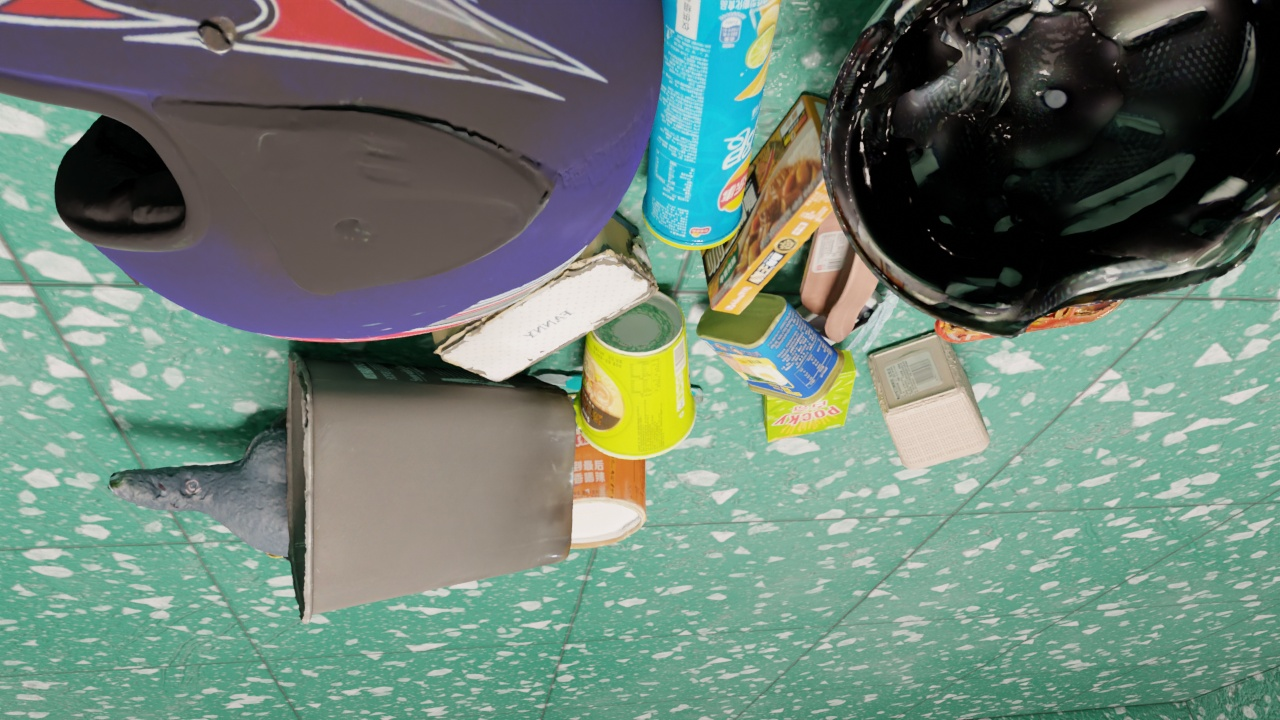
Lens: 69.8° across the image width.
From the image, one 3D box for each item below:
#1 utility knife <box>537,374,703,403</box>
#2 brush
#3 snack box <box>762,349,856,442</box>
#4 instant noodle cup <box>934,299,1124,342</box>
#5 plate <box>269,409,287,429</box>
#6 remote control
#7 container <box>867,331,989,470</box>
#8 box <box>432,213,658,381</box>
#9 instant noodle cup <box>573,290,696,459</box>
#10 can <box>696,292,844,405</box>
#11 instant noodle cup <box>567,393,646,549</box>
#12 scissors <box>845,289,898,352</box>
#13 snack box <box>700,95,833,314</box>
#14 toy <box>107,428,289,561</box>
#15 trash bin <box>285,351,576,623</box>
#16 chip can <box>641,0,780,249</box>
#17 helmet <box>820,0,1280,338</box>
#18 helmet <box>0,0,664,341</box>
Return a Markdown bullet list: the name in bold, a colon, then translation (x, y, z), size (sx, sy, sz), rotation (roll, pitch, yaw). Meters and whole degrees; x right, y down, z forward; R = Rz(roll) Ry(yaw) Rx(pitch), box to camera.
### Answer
- **utility knife**: translation (-0.017, 0.028, 0.896), size (0.181, 0.013, 0.029), rotation (7, 144, -21)
- **brush**: translation (0.160, -0.075, 0.719), size (0.063, 0.073, 0.146), rotation (-5, 149, -5)
- **snack box**: translation (0.165, 0.038, 0.914), size (0.086, 0.026, 0.156), rotation (-12, 156, 3)
- **instant noodle cup**: translation (0.315, -0.095, 0.705), size (0.164, 0.079, 0.189), rotation (-7, 145, -7)
- **plate**: translation (-0.283, 0.089, 0.929), size (0.179, 0.024, 0.180), rotation (-5, 148, -3)
- **remote control**: translation (0.151, -0.024, 0.842), size (0.058, 0.021, 0.150), rotation (21, 138, -37)
- **container**: translation (0.280, 0.038, 0.905), size (0.090, 0.090, 0.111), rotation (-20, 142, 19)
- **box**: translation (-0.083, -0.048, 0.705), size (0.185, 0.061, 0.089), rotation (-25, 152, 21)
- **instant noodle cup**: translation (-0.005, 0.005, 0.790), size (0.111, 0.111, 0.124), rotation (-5, 139, -4)
- **can**: translation (0.107, -0.013, 0.770), size (0.083, 0.057, 0.102), rotation (41, 167, -29)
- **instant noodle cup**: translation (-0.060, 0.118, 0.938), size (0.151, 0.111, 0.152), rotation (-5, 148, -3)
- **scissors**: translation (0.210, -0.056, 0.784), size (0.073, 0.017, 0.138), rotation (13, 127, -33)
- **snack box**: translation (0.092, -0.106, 0.653), size (0.026, 0.075, 0.154), rotation (8, 144, -25)
- **toy**: translation (-0.308, 0.132, 0.888), size (0.356, 0.091, 0.138), rotation (0, 131, -18)
- **trash bin**: translation (-0.184, 0.093, 0.782), size (0.219, 0.199, 0.199), rotation (-1, -172, -24)
- **chip can**: translation (0.041, -0.163, 0.562), size (0.071, 0.071, 0.211), rotation (-4, 146, -6)
- **helmet**: translation (0.238, -0.149, 0.528), size (0.274, 0.156, 0.230), rotation (-30, 103, 16)
- **helmet**: translation (-0.148, -0.127, 0.408), size (0.315, 0.247, 0.241), rotation (-5, 129, -15)
